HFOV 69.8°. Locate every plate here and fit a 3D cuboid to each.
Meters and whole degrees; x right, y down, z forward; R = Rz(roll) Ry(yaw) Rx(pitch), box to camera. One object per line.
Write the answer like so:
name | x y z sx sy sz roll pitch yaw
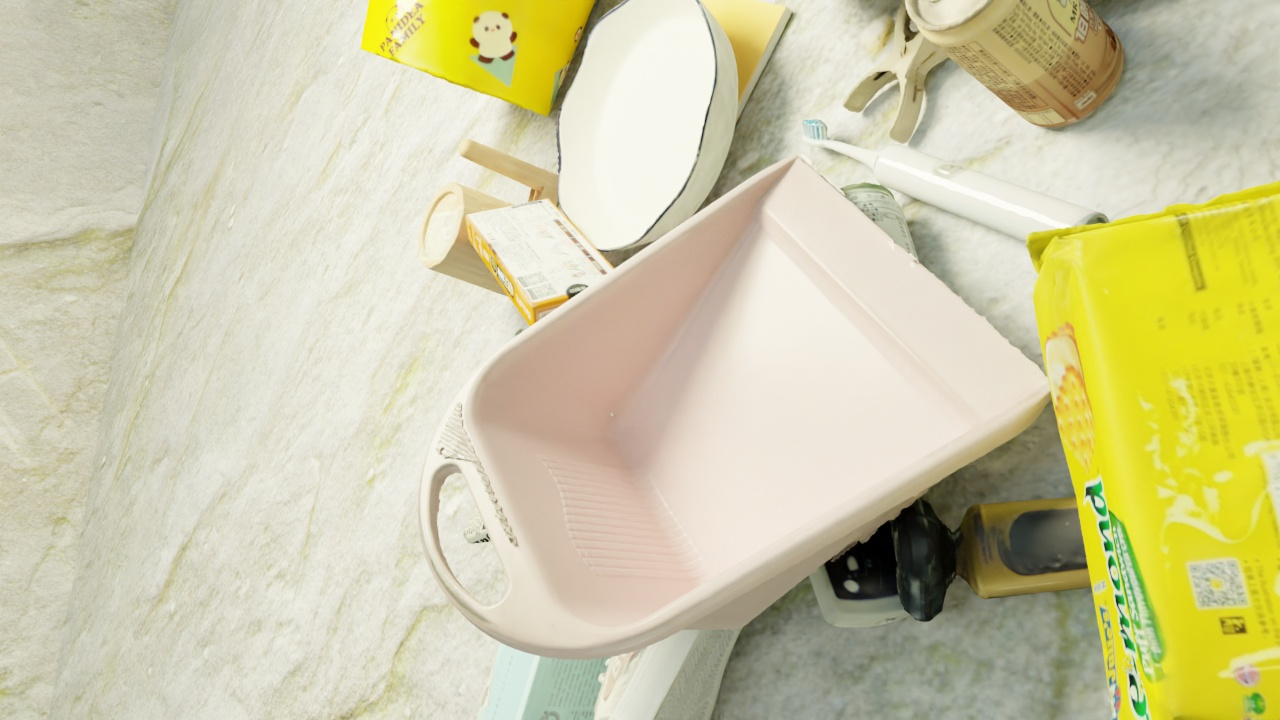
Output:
plate | 0.003 -0.185 0.715 0.205 0.045 0.204 -13 74 54

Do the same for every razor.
razor | 0.188 0.081 0.409 0.168 0.067 0.062 -16 65 39

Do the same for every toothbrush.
toothbrush | 0.165 -0.106 0.530 0.221 0.026 0.026 40 149 49

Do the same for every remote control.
remote control | 0.107 0.072 0.508 0.021 0.058 0.149 104 155 -52

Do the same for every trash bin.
trash bin | -0.132 -0.377 0.838 0.230 0.229 0.255 34 108 50

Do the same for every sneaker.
sneaker | 0.008 0.165 0.561 0.091 0.089 0.242 27 94 35

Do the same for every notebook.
notebook | 0.025 -0.237 0.756 0.206 0.010 0.146 40 108 49

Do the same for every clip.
clip | 0.168 -0.183 0.551 0.066 0.034 0.099 50 120 46

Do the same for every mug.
mug | -0.130 -0.125 0.825 0.084 0.103 0.124 12 86 51

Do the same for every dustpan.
dustpan | 0.020 0.022 0.461 0.274 0.138 0.222 -53 46 17

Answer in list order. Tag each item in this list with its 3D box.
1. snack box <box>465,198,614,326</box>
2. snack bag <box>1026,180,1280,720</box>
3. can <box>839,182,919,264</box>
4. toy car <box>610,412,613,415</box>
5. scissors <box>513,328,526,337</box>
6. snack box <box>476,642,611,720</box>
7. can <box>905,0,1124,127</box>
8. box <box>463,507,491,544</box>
snack box | -0.077 -0.080 0.720 0.153 0.075 0.026 50 148 46
snack bag | 0.235 0.041 0.321 0.158 0.068 0.246 -11 66 22
can | 0.133 -0.025 0.512 0.058 0.058 0.146 -33 53 38
toy car | -0.004 0.004 0.668 0.045 0.052 0.120 0 78 55
scissors | -0.075 0.021 0.736 0.182 0.019 0.170 118 146 -48
snack box | -0.063 0.231 0.638 0.052 0.074 0.175 17 90 51
can | 0.186 -0.163 0.453 0.059 0.116 0.058 -21 62 44
box | -0.059 0.109 0.656 0.163 0.087 0.076 -14 73 38
